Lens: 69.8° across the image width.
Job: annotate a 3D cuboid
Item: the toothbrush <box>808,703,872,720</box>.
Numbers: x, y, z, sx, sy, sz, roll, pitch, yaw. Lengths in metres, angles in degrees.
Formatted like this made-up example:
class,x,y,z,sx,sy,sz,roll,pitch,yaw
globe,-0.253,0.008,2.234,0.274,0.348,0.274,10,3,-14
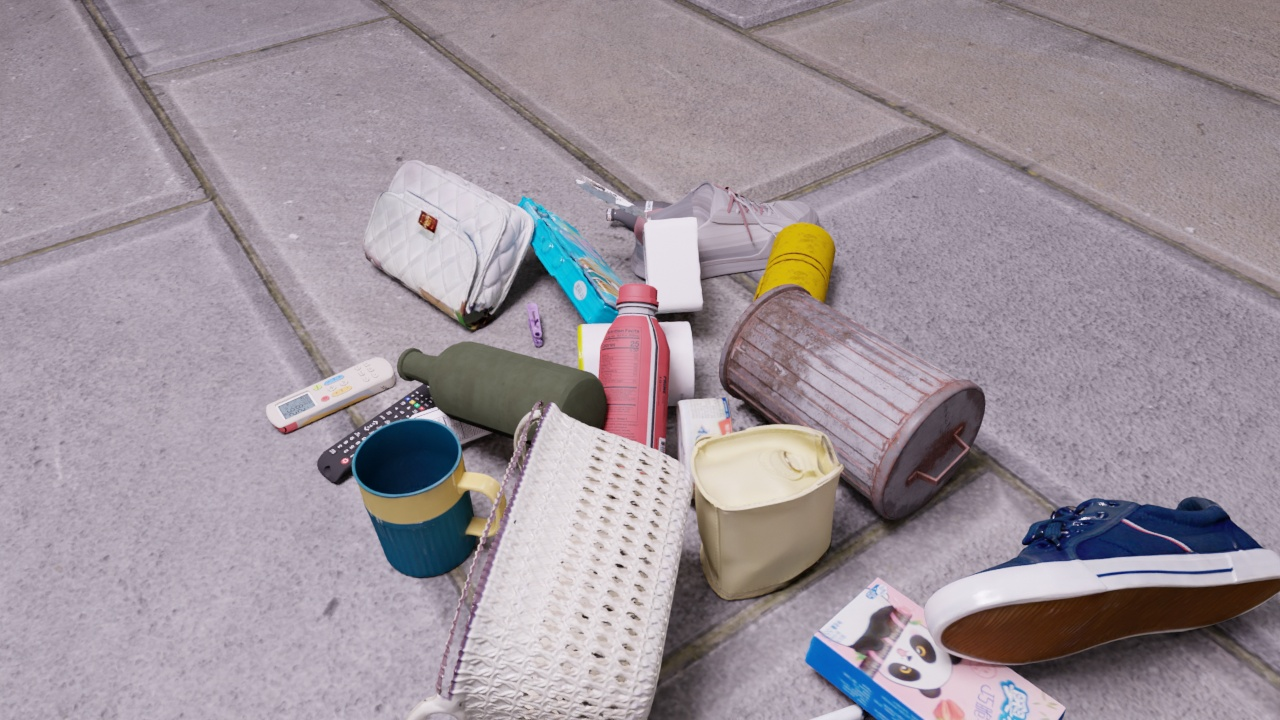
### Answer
class,x,y,z,sx,sy,sz,roll,pitch,yaw
toothbrush,0.086,0.261,0.627,0.186,0.017,0.012,-13,52,-13

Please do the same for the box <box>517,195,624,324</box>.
class,x,y,z,sx,sy,sz,roll,pitch,yaw
box,-0.062,-0.098,0.986,0.039,0.094,0.226,-49,46,13

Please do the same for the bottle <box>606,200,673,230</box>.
class,x,y,z,sx,sy,sz,roll,pitch,yaw
bottle,0.014,-0.174,1.106,0.110,0.036,0.036,3,42,5

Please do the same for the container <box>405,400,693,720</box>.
class,x,y,z,sx,sy,sz,roll,pitch,yaw
container,-0.052,0.160,0.634,0.143,0.185,0.250,15,44,1

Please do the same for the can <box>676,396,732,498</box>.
class,x,y,z,sx,sy,sz,roll,pitch,yaw
can,0.055,0.075,0.787,0.043,0.086,0.086,-2,42,-1

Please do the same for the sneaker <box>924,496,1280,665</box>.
class,x,y,z,sx,sy,sz,roll,pitch,yaw
sneaker,0.319,0.140,0.670,0.294,0.121,0.127,-3,48,-21

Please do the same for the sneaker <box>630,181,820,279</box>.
class,x,y,z,sx,sy,sz,roll,pitch,yaw
sneaker,0.100,-0.160,1.047,0.236,0.090,0.099,-15,43,-15

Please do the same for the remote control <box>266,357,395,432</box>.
class,x,y,z,sx,sy,sz,roll,pitch,yaw
remote control,-0.302,0.033,0.900,0.125,0.018,0.038,-27,47,-25

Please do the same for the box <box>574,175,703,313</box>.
class,x,y,z,sx,sy,sz,roll,pitch,yaw
box,0.012,-0.129,0.948,0.101,0.189,0.111,-25,3,-1

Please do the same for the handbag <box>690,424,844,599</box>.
class,x,y,z,sx,sy,sz,roll,pitch,yaw
handbag,0.098,0.116,0.716,0.111,0.119,0.081,-13,41,-6

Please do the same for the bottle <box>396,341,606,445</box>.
class,x,y,z,sx,sy,sz,roll,pitch,yaw
bottle,-0.129,0.024,0.792,0.207,0.071,0.071,14,43,33

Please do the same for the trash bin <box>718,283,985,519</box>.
class,x,y,z,sx,sy,sz,roll,pitch,yaw
trash bin,0.184,0.034,0.797,0.130,0.131,0.211,-29,47,-27

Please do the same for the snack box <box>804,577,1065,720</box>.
class,x,y,z,sx,sy,sz,roll,pitch,yaw
snack box,0.202,0.226,0.639,0.154,0.033,0.087,33,41,32

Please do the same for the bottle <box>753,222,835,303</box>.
class,x,y,z,sx,sy,sz,roll,pitch,yaw
bottle,0.158,-0.071,0.960,0.071,0.071,0.163,10,43,13

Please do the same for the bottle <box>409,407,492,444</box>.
class,x,y,z,sx,sy,sz,roll,pitch,yaw
bottle,-0.182,0.062,0.844,0.115,0.041,0.041,-20,45,-19

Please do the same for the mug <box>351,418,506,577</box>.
class,x,y,z,sx,sy,sz,roll,pitch,yaw
mug,-0.163,0.114,0.735,0.114,0.107,0.083,7,40,10

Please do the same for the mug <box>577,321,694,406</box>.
class,x,y,z,sx,sy,sz,roll,pitch,yaw
mug,-0.005,0.005,0.871,0.106,0.083,0.082,-2,42,-2

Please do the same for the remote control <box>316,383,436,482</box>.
class,x,y,z,sx,sy,sz,roll,pitch,yaw
remote control,-0.236,0.063,0.863,0.033,0.015,0.146,29,50,30

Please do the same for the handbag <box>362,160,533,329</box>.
class,x,y,z,sx,sy,sz,roll,pitch,yaw
handbag,-0.218,-0.134,1.007,0.195,0.139,0.072,30,8,33

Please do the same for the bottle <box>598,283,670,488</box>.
class,x,y,z,sx,sy,sz,roll,pitch,yaw
bottle,-0.007,0.022,0.795,0.062,0.062,0.176,2,82,5

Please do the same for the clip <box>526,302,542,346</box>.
class,x,y,z,sx,sy,sz,roll,pitch,yaw
clip,-0.111,-0.038,0.966,0.013,0.033,0.051,-9,43,-9
